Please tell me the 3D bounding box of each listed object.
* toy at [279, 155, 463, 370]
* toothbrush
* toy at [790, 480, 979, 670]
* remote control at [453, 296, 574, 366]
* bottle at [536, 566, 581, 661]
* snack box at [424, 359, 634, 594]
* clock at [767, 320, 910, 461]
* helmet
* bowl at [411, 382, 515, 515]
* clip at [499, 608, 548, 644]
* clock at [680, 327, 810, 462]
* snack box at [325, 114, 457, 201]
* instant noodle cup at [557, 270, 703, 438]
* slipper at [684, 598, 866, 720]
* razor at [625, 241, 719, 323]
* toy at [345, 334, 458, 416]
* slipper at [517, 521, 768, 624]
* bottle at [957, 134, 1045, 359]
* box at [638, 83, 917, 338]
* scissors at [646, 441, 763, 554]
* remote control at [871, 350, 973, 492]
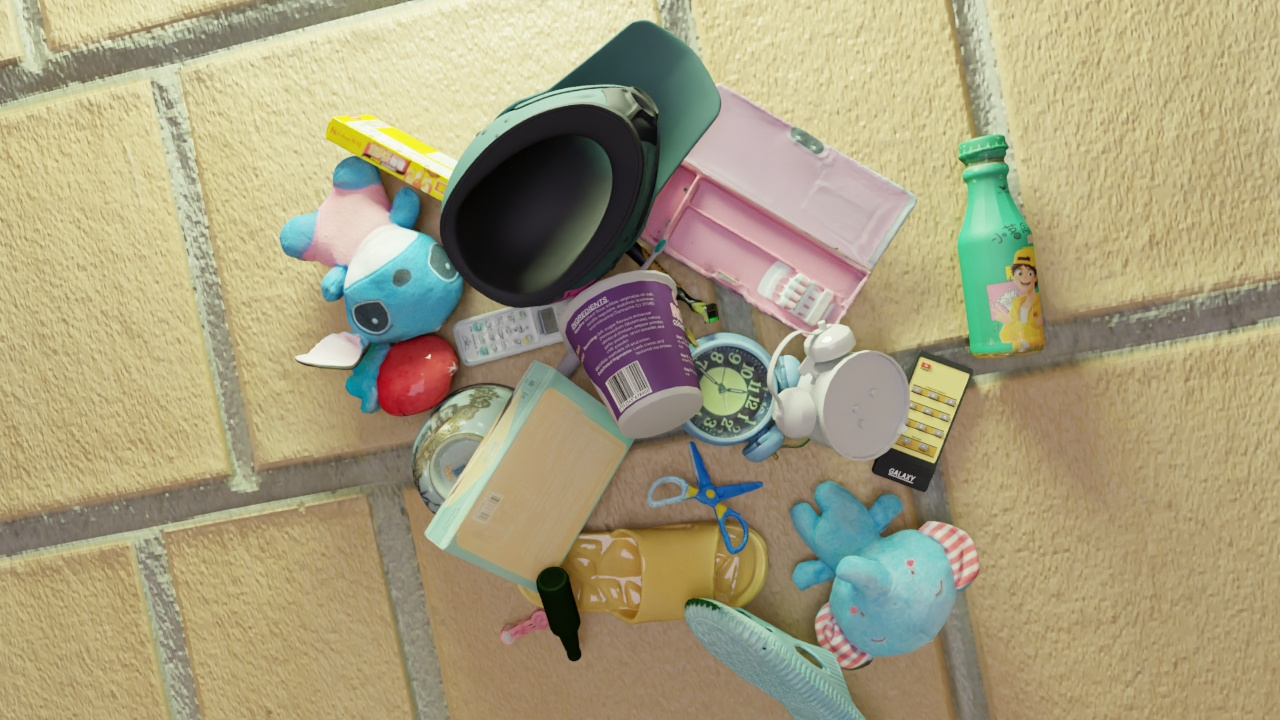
[{"bbox_3d":[-0.279,-0.096,0.940,0.224,0.099,0.191,-43,82,-5],"label":"toy"},{"bbox_3d":[-0.031,-0.050,0.936,0.018,0.019,0.188,43,107,14],"label":"toothbrush"},{"bbox_3d":[0.222,0.201,0.895,0.184,0.114,0.180,-43,77,13],"label":"toy"},{"bbox_3d":[-0.128,-0.033,0.963,0.133,0.022,0.050,-15,90,7],"label":"remote control"},{"bbox_3d":[-0.077,0.258,0.919,0.033,0.033,0.123,-5,126,7],"label":"bottle"},{"bbox_3d":[-0.099,0.117,0.891,0.044,0.141,0.193,22,77,45],"label":"snack box"},{"bbox_3d":[0.188,0.032,0.875,0.159,0.061,0.120,31,83,-27],"label":"clock"},{"bbox_3d":[-0.060,-0.176,0.855,0.176,0.199,0.275,44,119,-11],"label":"helmet"},{"bbox_3d":[-0.167,0.106,0.938,0.160,0.094,0.160,0,92,7],"label":"bowl"},{"bbox_3d":[-0.125,0.284,0.972,0.060,0.045,0.023,-23,93,21],"label":"clip"},{"bbox_3d":[0.101,0.036,0.922,0.162,0.060,0.118,18,93,2],"label":"clock"},{"bbox_3d":[-0.237,-0.207,0.940,0.152,0.075,0.025,28,111,5],"label":"snack box"},{"bbox_3d":[-0.005,0.005,0.867,0.137,0.121,0.121,-44,57,37],"label":"instant noodle cup"},{"bbox_3d":[0.157,0.310,0.898,0.276,0.116,0.069,47,65,-16],"label":"slipper"},{"bbox_3d":[0.023,-0.088,0.938,0.144,0.044,0.021,44,108,9],"label":"razor"},{"bbox_3d":[-0.252,0.016,0.962,0.133,0.062,0.092,0,60,24],"label":"toy"},{"bbox_3d":[-0.002,0.219,0.933,0.263,0.078,0.099,-2,93,9],"label":"slipper"},{"bbox_3d":[0.341,-0.108,0.881,0.068,0.068,0.209,-8,92,7],"label":"bottle"},{"bbox_3d":[0.131,-0.144,0.919,0.232,0.040,0.179,33,100,4],"label":"box"},{"bbox_3d":[0.068,0.139,0.930,0.126,0.013,0.125,-7,61,-20],"label":"scissors"},{"bbox_3d":[0.283,0.061,0.924,0.058,0.013,0.133,19,95,5],"label":"remote control"}]
